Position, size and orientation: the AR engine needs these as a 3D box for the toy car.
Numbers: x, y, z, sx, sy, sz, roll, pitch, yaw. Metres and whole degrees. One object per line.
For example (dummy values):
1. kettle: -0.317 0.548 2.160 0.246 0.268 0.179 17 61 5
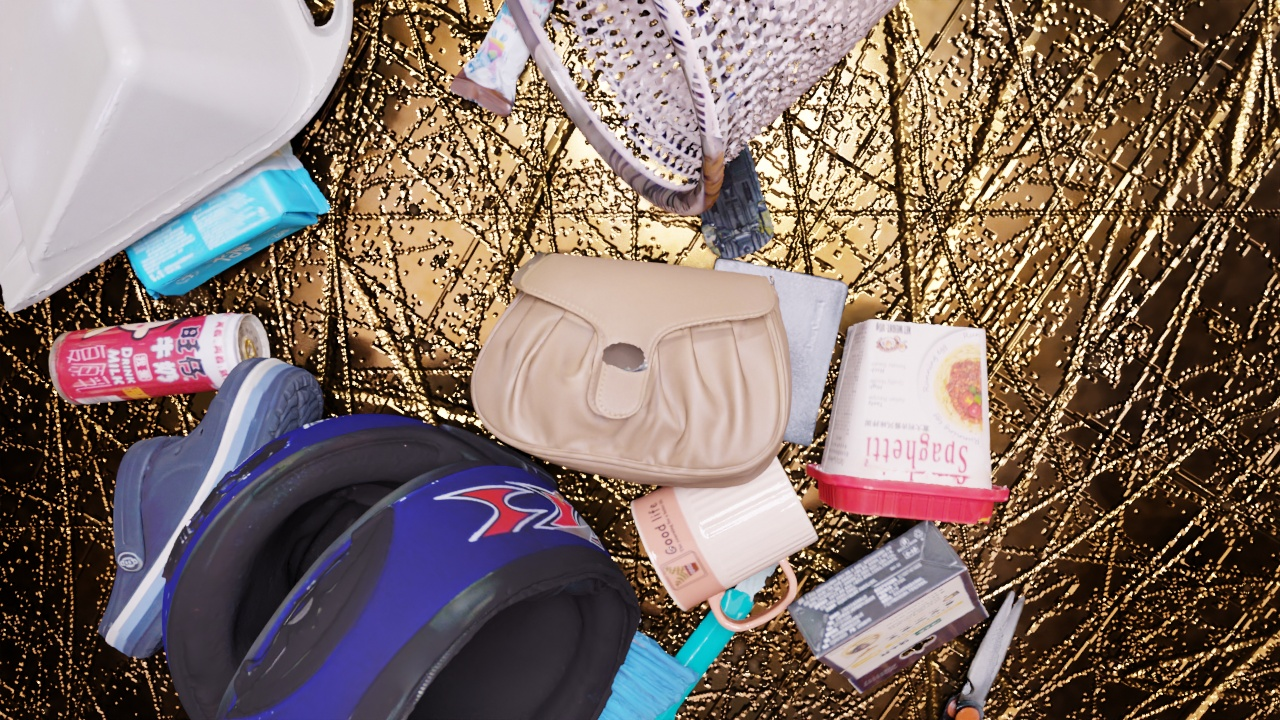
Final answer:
1. toy car: 0.056 -0.122 0.624 0.049 0.031 0.105 -18 98 3

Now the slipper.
1. slipper: -0.311 0.093 0.639 0.095 0.105 0.253 32 105 -7

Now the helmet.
1. helmet: -0.153 0.146 0.541 0.240 0.316 0.247 29 76 22

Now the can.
1. can: -0.336 -0.002 0.647 0.133 0.053 0.053 -6 99 3

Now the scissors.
1. scissors: 0.249 0.278 0.689 0.139 0.021 0.235 38 97 -14

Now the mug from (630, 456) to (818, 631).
1. mug: 0.065 0.126 0.637 0.106 0.081 0.114 -27 84 4

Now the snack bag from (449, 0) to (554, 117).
1. snack bag: -0.086 -0.218 0.616 0.045 0.026 0.105 28 102 -7

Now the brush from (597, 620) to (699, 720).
1. brush: -0.106 0.296 0.680 0.314 0.060 0.109 -42 79 2

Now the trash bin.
1. trash bin: 0.045 -0.228 0.523 0.192 0.228 0.227 -35 97 -11

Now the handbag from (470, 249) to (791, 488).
1. handbag: -0.004 0.003 0.595 0.204 0.100 0.147 7 77 10

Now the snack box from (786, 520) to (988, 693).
1. snack box: 0.175 0.174 0.640 0.113 0.125 0.053 -33 57 6

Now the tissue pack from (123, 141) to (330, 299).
1. tissue pack: -0.292 -0.109 0.622 0.140 0.063 0.090 -28 93 5

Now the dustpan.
1. dustpan: -0.315 -0.188 0.595 0.258 0.142 0.222 -38 70 32

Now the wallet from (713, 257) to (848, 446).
1. wallet: 0.088 -0.006 0.651 0.097 0.019 0.121 12 98 -2

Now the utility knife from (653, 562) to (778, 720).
1. utility knife: 0.056 0.205 0.688 0.029 0.013 0.219 34 101 -2

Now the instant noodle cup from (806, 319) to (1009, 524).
1. instant noodle cup: 0.177 0.039 0.613 0.116 0.116 0.124 4 88 1
